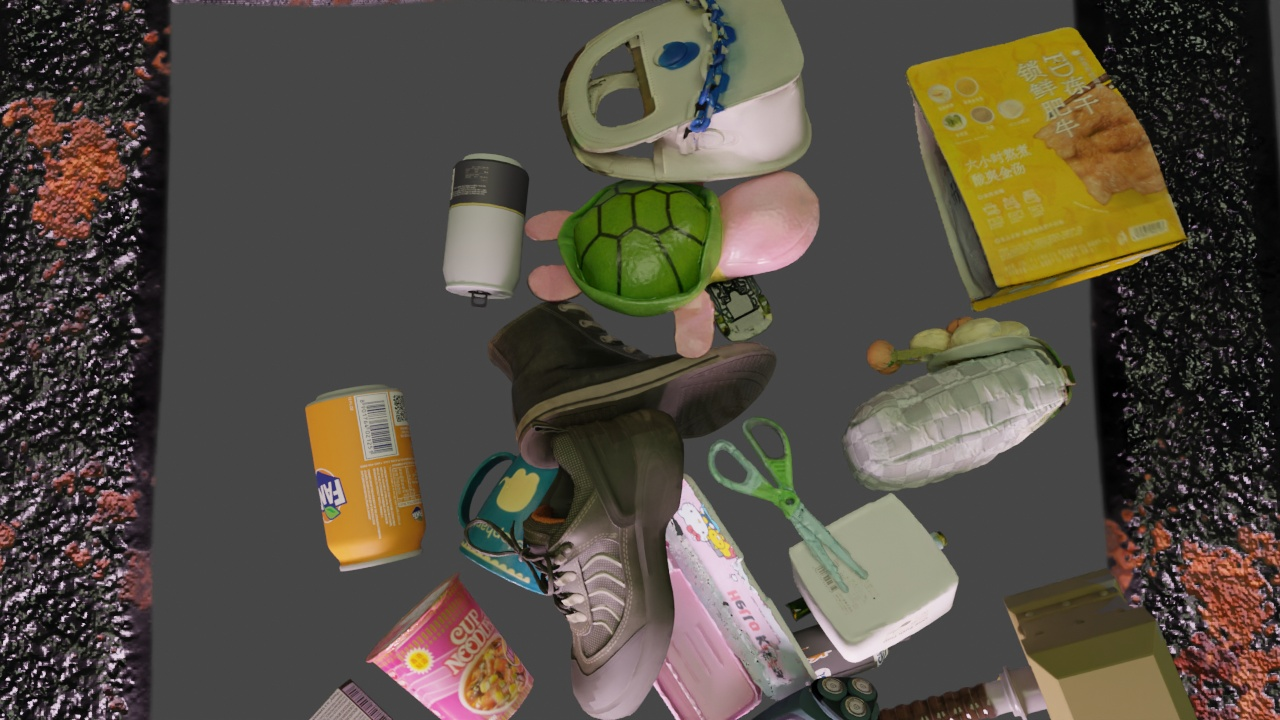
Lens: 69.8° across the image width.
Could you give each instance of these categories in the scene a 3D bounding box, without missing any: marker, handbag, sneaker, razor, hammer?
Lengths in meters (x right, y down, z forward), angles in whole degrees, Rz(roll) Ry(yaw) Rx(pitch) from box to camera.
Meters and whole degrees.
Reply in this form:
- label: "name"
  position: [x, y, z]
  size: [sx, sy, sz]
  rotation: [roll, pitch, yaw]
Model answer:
- label: "marker"
  position: [0.192, 0.182, 0.779]
  size: [0.146, 0.017, 0.017]
  rotation: [-26, 85, -2]
- label: "handbag"
  position: [0.029, -0.228, 0.744]
  size: [0.199, 0.093, 0.200]
  rotation: [-13, 47, 2]
- label: "handbag"
  position: [0.242, 0.032, 0.749]
  size: [0.171, 0.112, 0.123]
  rotation: [-21, 75, -2]
- label: "sneaker"
  position: [-0.052, 0.151, 0.669]
  size: [0.142, 0.101, 0.238]
  rotation: [4, 95, -20]
- label: "razor"
  position: [0.116, 0.279, 0.694]
  size: [0.052, 0.047, 0.143]
  rotation: [48, 123, 0]
- label: "hammer"
  position: [0.231, 0.274, 0.713]
  size: [0.325, 0.190, 0.100]
  rotation: [-22, 84, 15]
- label: "sneaker"
  position: [-0.004, 0.005, 0.763]
  size: [0.234, 0.095, 0.119]
  rotation: [-15, 50, -17]

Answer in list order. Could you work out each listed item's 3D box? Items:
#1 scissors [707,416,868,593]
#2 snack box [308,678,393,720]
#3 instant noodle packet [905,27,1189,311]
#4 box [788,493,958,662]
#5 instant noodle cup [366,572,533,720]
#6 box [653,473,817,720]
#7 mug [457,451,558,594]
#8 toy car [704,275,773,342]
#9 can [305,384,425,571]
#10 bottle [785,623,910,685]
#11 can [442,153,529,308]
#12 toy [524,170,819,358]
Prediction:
- label: "scissors"
  position: [0.129, 0.113, 0.749]
  size: [0.078, 0.033, 0.175]
  rotation: [-36, 60, -11]
- label: "snack box"
  position: [-0.211, 0.368, 0.755]
  size: [0.186, 0.031, 0.101]
  rotation: [42, 86, 4]
- label: "instant noodle packet"
  position: [0.337, -0.172, 0.789]
  size: [0.163, 0.084, 0.221]
  rotation: [-15, 79, -1]
- label: "box"
  position: [0.185, 0.179, 0.746]
  size: [0.107, 0.076, 0.102]
  rotation: [-25, 50, -10]
- label: "instant noodle cup"
  position: [-0.147, 0.244, 0.740]
  size: [0.097, 0.098, 0.108]
  rotation: [-42, 93, -4]
- label: "box"
  position: [0.046, 0.199, 0.755]
  size: [0.150, 0.073, 0.201]
  rotation: [-34, 85, 23]
- label: "mug"
  position: [-0.100, 0.121, 0.760]
  size: [0.112, 0.084, 0.104]
  rotation: [22, 79, 31]
- label: "toy car"
  position: [0.074, -0.067, 0.795]
  size: [0.048, 0.033, 0.105]
  rotation: [-27, 88, -1]
- label: "can"
  position: [-0.225, 0.095, 0.757]
  size: [0.079, 0.079, 0.142]
  rotation: [-11, 85, -1]
- label: "bottle"
  position: [0.167, 0.237, 0.759]
  size: [0.112, 0.047, 0.047]
  rotation: [-18, 85, -1]
- label: "can"
  position: [-0.132, -0.107, 0.783]
  size: [0.064, 0.064, 0.127]
  rotation: [5, 85, 0]
- label: "toy"
  position: [0.023, -0.095, 0.737]
  size: [0.238, 0.088, 0.189]
  rotation: [-3, 57, 7]
